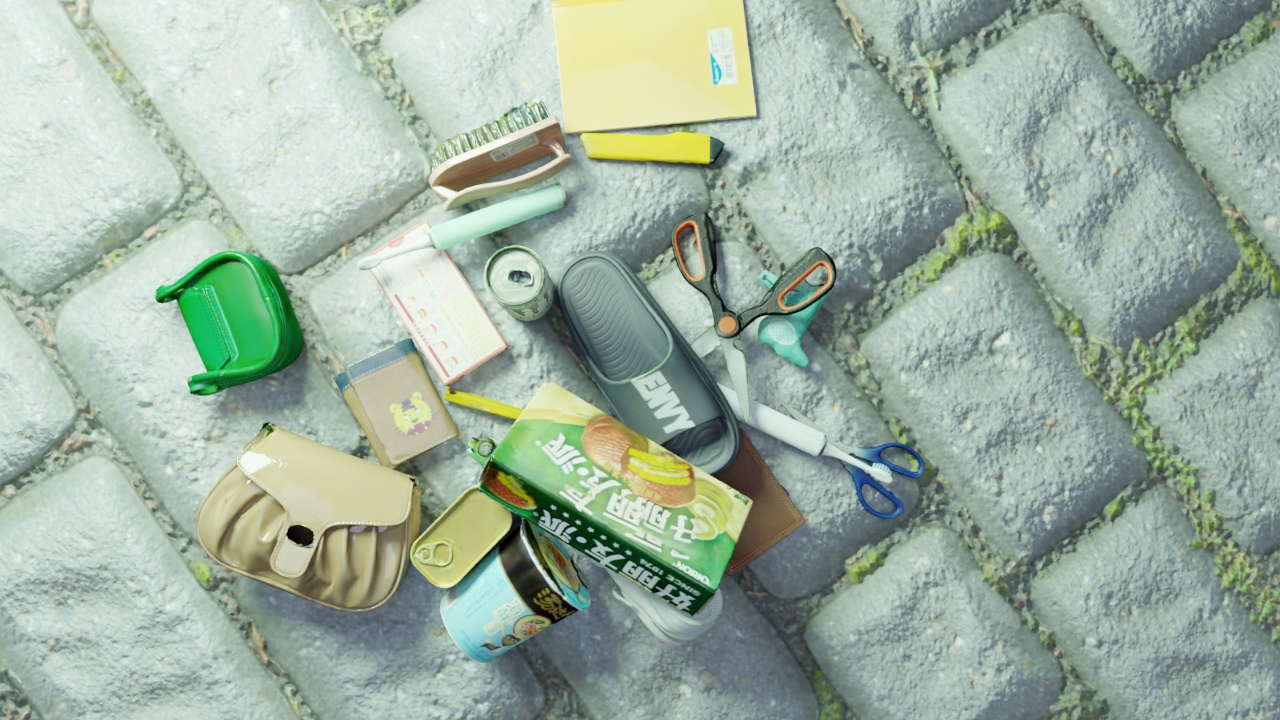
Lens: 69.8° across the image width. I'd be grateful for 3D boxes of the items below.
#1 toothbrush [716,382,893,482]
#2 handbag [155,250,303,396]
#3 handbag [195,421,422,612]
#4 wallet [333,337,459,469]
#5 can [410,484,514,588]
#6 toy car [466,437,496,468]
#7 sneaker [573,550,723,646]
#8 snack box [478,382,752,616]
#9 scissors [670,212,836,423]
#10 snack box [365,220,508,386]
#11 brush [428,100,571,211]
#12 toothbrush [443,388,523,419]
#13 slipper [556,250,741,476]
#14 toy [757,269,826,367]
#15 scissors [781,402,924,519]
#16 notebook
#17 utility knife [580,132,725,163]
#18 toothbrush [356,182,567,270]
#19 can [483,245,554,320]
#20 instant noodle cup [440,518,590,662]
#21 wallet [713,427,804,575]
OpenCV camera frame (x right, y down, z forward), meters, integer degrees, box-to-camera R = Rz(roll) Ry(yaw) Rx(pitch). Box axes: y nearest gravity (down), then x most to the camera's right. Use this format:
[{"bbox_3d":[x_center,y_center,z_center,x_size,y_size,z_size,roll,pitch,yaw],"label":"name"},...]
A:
[{"bbox_3d":[0.162,0.076,0.956,0.221,0.027,0.026,25,43,2],"label":"toothbrush"},{"bbox_3d":[-0.411,-0.038,0.918,0.120,0.068,0.131,-24,89,-3],"label":"handbag"},{"bbox_3d":[-0.320,0.158,0.900,0.204,0.100,0.148,21,90,-6],"label":"handbag"},{"bbox_3d":[-0.250,0.046,0.943,0.090,0.033,0.115,-27,93,-3],"label":"wallet"},{"bbox_3d":[-0.173,0.170,0.915,0.057,0.083,0.102,44,87,0],"label":"can"},{"bbox_3d":[-0.139,0.110,0.939,0.091,0.043,0.036,37,87,-1],"label":"toy car"},{"bbox_3d":[-0.017,0.183,0.932,0.089,0.091,0.242,-26,68,-37],"label":"sneaker"},{"bbox_3d":[-0.021,0.128,0.868,0.240,0.063,0.114,31,46,2],"label":"snack box"},{"bbox_3d":[0.099,-0.054,0.952,0.221,0.021,0.234,-22,79,5],"label":"scissors"},{"bbox_3d":[-0.210,-0.059,0.949,0.077,0.027,0.156,-32,90,-4],"label":"snack box"},{"bbox_3d":[-0.147,-0.205,0.940,0.145,0.063,0.073,-23,79,-3],"label":"brush"},{"bbox_3d":[-0.111,0.057,0.941,0.190,0.017,0.015,15,57,7],"label":"toothbrush"},{"bbox_3d":[-0.005,0.005,0.911,0.111,0.083,0.268,-34,80,10],"label":"slipper"},{"bbox_3d":[0.156,-0.052,0.968,0.096,0.030,0.092,34,82,6],"label":"toy"},{"bbox_3d":[0.216,0.109,0.973,0.171,0.012,0.140,-1,89,0],"label":"scissors"},{"bbox_3d":[0.014,-0.321,0.978,0.206,0.010,0.146,-7,88,-3],"label":"notebook"},{"bbox_3d":[0.013,-0.227,0.973,0.154,0.015,0.033,3,82,-2],"label":"utility knife"},{"bbox_3d":[-0.179,-0.133,0.933,0.224,0.027,0.026,-23,116,-15],"label":"toothbrush"},{"bbox_3d":[-0.116,-0.073,0.894,0.058,0.147,0.058,0,88,-3],"label":"can"},{"bbox_3d":[-0.128,0.235,0.911,0.120,0.111,0.111,-38,90,4],"label":"instant noodle cup"},{"bbox_3d":[0.099,0.147,0.958,0.101,0.032,0.124,-34,90,-7],"label":"wallet"}]
